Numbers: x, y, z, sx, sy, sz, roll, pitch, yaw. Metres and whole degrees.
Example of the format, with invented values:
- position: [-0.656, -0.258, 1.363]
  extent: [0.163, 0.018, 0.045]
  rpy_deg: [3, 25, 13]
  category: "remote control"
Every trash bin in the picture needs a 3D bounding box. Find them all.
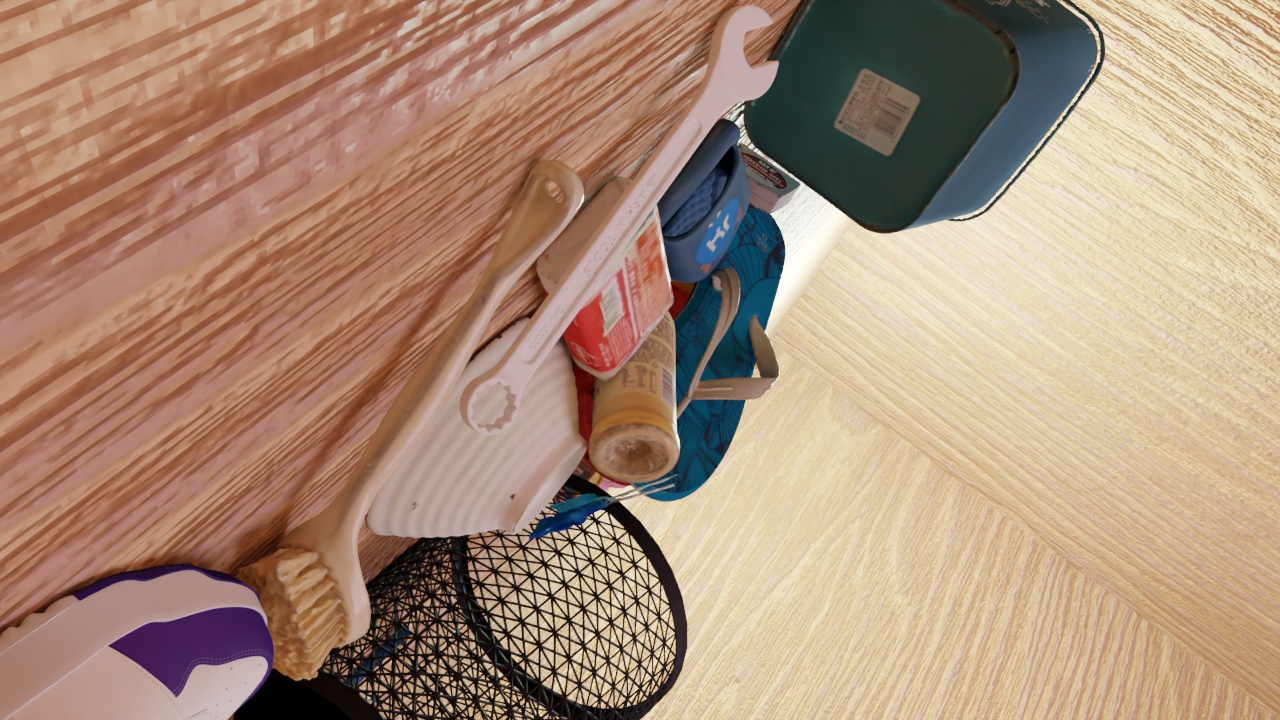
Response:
- position: [-0.120, 0.220, 0.628]
  extent: [0.242, 0.217, 0.218]
  rpy_deg: [-29, 156, -54]
  category: "trash bin"
- position: [0.206, -0.205, 0.690]
  extent: [0.218, 0.196, 0.200]
  rpy_deg: [-30, 156, -54]
  category: "trash bin"

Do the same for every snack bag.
- position: [-0.017, -0.044, 0.540]
  extent: [0.077, 0.036, 0.116]
  rpy_deg: [-51, 158, -17]
  category: "snack bag"

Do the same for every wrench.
- position: [-0.006, -0.076, 0.476]
  extent: [0.047, 0.009, 0.273]
  rpy_deg: [44, 75, -37]
  category: "wrench"

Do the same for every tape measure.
- position: [0.088, -0.140, 0.713]
  extent: [0.020, 0.060, 0.062]
  rpy_deg: [-58, 171, 32]
  category: "tape measure"

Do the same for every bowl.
- position: [-0.083, 0.059, 0.578]
  extent: [0.177, 0.071, 0.177]
  rpy_deg: [-51, 171, -11]
  category: "bowl"

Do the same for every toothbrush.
- position: [-0.260, 0.293, 0.777]
  extent: [0.189, 0.017, 0.016]
  rpy_deg: [-44, 168, -48]
  category: "toothbrush"

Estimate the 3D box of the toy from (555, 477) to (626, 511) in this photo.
- position: [-0.041, 0.113, 1.032]
  extent: [0.157, 0.067, 0.123]
  rpy_deg: [-33, 149, 3]
  category: "toy"

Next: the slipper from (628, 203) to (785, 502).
- position: [0.071, -0.014, 0.721]
  extent: [0.060, 0.118, 0.294]
  rpy_deg: [-5, -132, 40]
  category: "slipper"

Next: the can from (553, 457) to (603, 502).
- position: [-0.071, 0.106, 0.886]
  extent: [0.053, 0.059, 0.100]
  rpy_deg: [-49, 172, -23]
  category: "can"

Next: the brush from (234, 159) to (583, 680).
- position: [-0.104, 0.029, 0.417]
  extent: [0.272, 0.062, 0.077]
  rpy_deg: [-58, 176, 8]
  category: "brush"

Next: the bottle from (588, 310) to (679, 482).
- position: [-0.004, 0.004, 0.619]
  extent: [0.161, 0.056, 0.057]
  rpy_deg: [-90, -158, -45]
  category: "bottle"

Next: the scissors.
- position: [-0.026, 0.093, 0.587]
  extent: [0.128, 0.014, 0.132]
  rpy_deg: [-18, 176, 42]
  category: "scissors"

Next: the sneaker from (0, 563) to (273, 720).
- position: [-0.180, 0.151, 0.282]
  extent: [0.092, 0.111, 0.243]
  rpy_deg: [-56, 171, 20]
  category: "sneaker"

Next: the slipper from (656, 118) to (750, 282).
- position: [0.042, -0.101, 0.636]
  extent: [0.104, 0.059, 0.214]
  rpy_deg: [-54, 174, -2]
  category: "slipper"

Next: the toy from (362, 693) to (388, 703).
- position: [-0.249, 0.288, 0.699]
  extent: [0.112, 0.050, 0.087]
  rpy_deg: [-52, 173, -30]
  category: "toy"

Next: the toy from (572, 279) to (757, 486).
- position: [0.014, 0.014, 0.765]
  extent: [0.099, 0.147, 0.215]
  rpy_deg: [-18, -156, 51]
  category: "toy"
